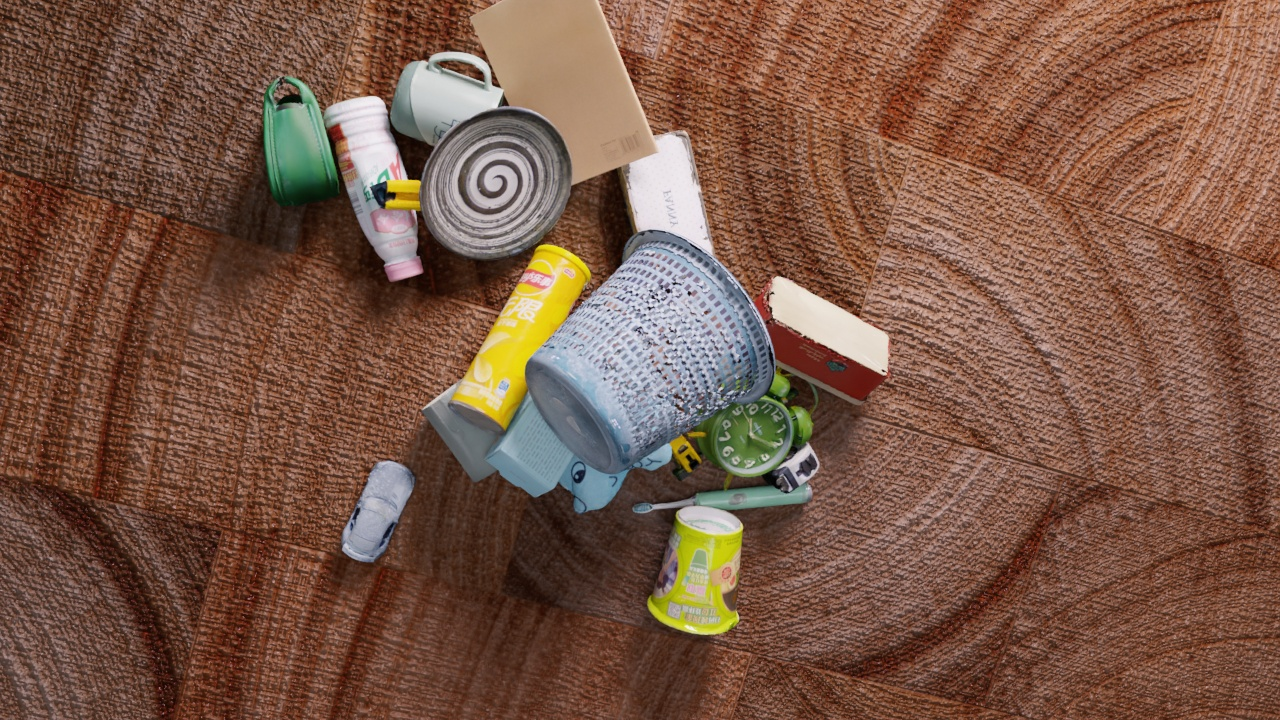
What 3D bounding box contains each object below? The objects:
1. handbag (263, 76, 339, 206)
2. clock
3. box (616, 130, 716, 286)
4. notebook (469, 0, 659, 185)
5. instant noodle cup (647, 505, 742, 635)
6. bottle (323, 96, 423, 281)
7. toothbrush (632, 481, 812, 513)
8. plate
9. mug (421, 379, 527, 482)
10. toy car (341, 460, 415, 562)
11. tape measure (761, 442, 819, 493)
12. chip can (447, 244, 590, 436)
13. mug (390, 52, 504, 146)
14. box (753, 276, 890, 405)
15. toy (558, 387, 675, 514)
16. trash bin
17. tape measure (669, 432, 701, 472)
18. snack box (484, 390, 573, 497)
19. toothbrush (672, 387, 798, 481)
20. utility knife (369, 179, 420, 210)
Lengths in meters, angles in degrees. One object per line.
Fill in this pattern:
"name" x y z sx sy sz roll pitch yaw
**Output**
"handbag" -0.364 -0.227 0.971 0.068 0.131 0.120 -14 95 -15
"clock" 0.140 0.073 1.094 0.161 0.056 0.116 -36 114 -2
"box" 0.031 -0.168 1.064 0.090 0.061 0.184 -12 101 -5
"notebook" -0.083 -0.301 1.001 0.150 0.012 0.211 -14 109 29
"instant noodle cup" 0.072 0.243 1.089 0.111 0.111 0.123 7 103 -8
"bottle" -0.288 -0.187 1.016 0.068 0.068 0.197 -17 101 -5
"toothbrush" 0.101 0.172 1.133 0.224 0.027 0.026 -4 80 -7
"plate" -0.157 -0.192 1.003 0.179 0.024 0.180 -19 131 -23
"mug" -0.174 0.063 1.060 0.123 0.084 0.103 -38 99 -14
"toy car" -0.308 0.177 1.078 0.054 0.037 0.120 25 91 -9
"tape measure" 0.183 0.128 1.117 0.066 0.066 0.033 -34 106 -7
"chip can" -0.133 -0.025 1.015 0.072 0.072 0.213 31 68 -10
"mug" -0.207 -0.284 0.996 0.106 0.082 0.112 19 131 -9
"box" 0.213 -0.030 1.079 0.168 0.091 0.077 26 134 -10
"toy" -0.038 0.104 1.085 0.156 0.049 0.161 4 85 16
"trash bin" -0.006 0.006 0.970 0.194 0.227 0.226 -38 101 -24
"tape measure" 0.046 0.109 1.102 0.029 0.060 0.057 -39 125 -3
"snack box" -0.098 0.063 1.036 0.074 0.052 0.174 40 55 -14
"toothbrush" 0.119 0.091 1.133 0.186 0.012 0.017 -34 106 -2
"utility knife" -0.192 -0.180 1.021 0.214 0.015 0.033 -2 113 -29
